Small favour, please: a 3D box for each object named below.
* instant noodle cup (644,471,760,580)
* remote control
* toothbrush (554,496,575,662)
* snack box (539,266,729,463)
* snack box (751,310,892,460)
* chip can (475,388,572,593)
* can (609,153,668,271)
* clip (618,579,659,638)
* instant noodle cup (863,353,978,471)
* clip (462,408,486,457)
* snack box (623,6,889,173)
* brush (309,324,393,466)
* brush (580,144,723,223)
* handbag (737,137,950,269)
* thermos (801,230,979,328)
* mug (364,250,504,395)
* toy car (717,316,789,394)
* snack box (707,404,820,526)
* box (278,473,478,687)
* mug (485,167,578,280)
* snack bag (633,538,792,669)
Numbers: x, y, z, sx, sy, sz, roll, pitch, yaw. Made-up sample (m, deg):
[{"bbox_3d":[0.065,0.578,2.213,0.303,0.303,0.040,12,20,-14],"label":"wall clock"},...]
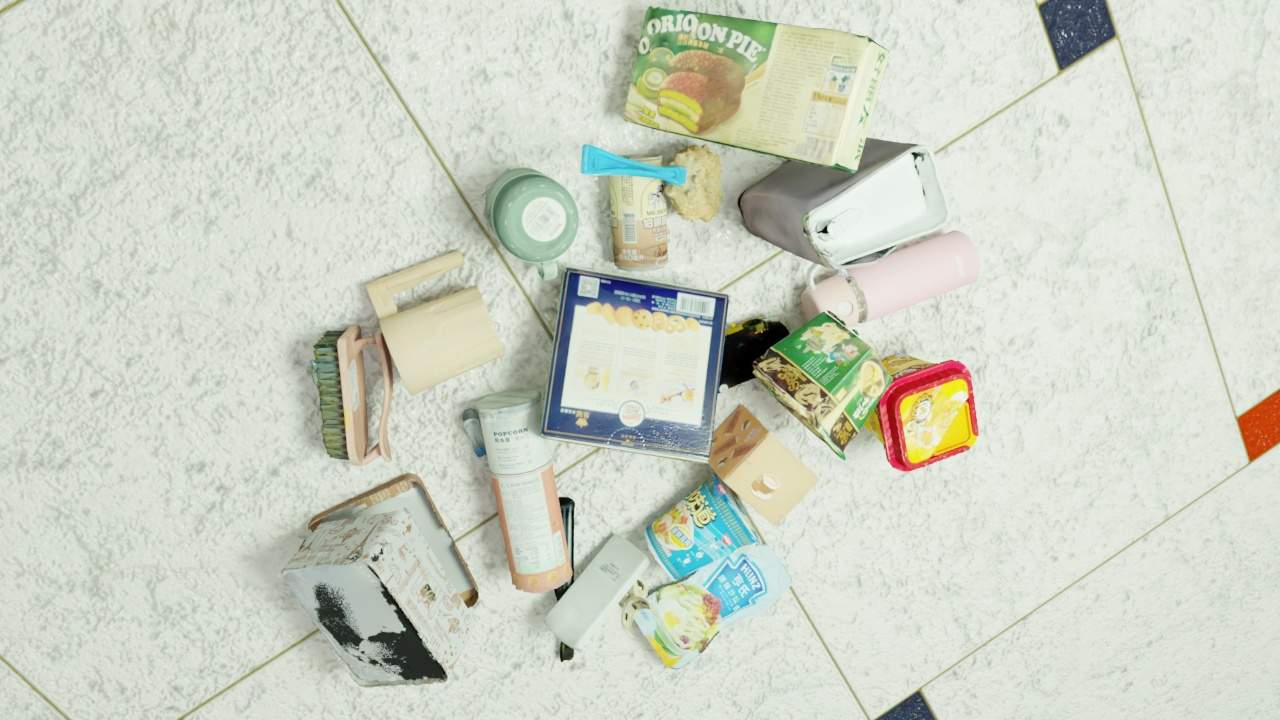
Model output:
[{"bbox_3d":[0.067,0.198,1.071,0.110,0.099,0.099,-32,112,5],"label":"instant noodle cup"},{"bbox_3d":[-0.050,0.266,1.057,0.135,0.056,0.019,-50,145,-15],"label":"remote control"},{"bbox_3d":[-0.089,0.262,1.079,0.027,0.026,0.213,-4,108,-16],"label":"toothbrush"},{"bbox_3d":[-0.006,0.006,0.967,0.178,0.046,0.182,9,81,-9],"label":"snack box"},{"bbox_3d":[0.204,0.021,0.998,0.105,0.118,0.117,-45,139,2],"label":"snack box"},{"bbox_3d":[-0.125,0.143,1.000,0.071,0.071,0.215,-12,105,-12],"label":"chip can"},{"bbox_3d":[-0.002,-0.155,0.958,0.058,0.058,0.116,-7,108,-13],"label":"can"},{"bbox_3d":[-0.018,0.285,1.066,0.076,0.103,0.034,-33,114,8],"label":"clip"},{"bbox_3d":[0.312,0.051,1.070,0.116,0.123,0.116,-19,111,-9],"label":"instant noodle cup"},{"bbox_3d":[-0.179,0.080,1.006,0.024,0.027,0.056,-24,121,-5],"label":"clip"},{"bbox_3d":[0.103,-0.259,0.869,0.063,0.240,0.114,-6,112,-55],"label":"snack box"},{"bbox_3d":[-0.290,0.041,0.938,0.073,0.063,0.146,-1,107,-4],"label":"brush"},{"bbox_3d":[0.015,-0.179,0.884,0.254,0.046,0.083,-7,106,-58],"label":"brush"},{"bbox_3d":[0.198,-0.160,0.936,0.145,0.197,0.098,-25,111,-6],"label":"handbag"},{"bbox_3d":[0.281,-0.097,1.049,0.198,0.067,0.087,-19,106,-8],"label":"thermos"},{"bbox_3d":[-0.208,-0.040,0.935,0.103,0.084,0.124,-23,84,-9],"label":"mug"},{"bbox_3d":[0.098,0.000,1.041,0.155,0.041,0.071,-23,111,-8],"label":"toy car"},{"bbox_3d":[0.135,0.120,1.059,0.077,0.094,0.093,-46,112,2],"label":"snack box"},{"bbox_3d":[-0.266,0.235,0.995,0.149,0.157,0.182,-11,118,26],"label":"box"},{"bbox_3d":[-0.105,-0.131,0.912,0.082,0.106,0.112,-18,111,-11],"label":"mug"},{"bbox_3d":[0.090,0.293,1.131,0.191,0.039,0.110,-34,101,-4],"label":"snack bag"}]
